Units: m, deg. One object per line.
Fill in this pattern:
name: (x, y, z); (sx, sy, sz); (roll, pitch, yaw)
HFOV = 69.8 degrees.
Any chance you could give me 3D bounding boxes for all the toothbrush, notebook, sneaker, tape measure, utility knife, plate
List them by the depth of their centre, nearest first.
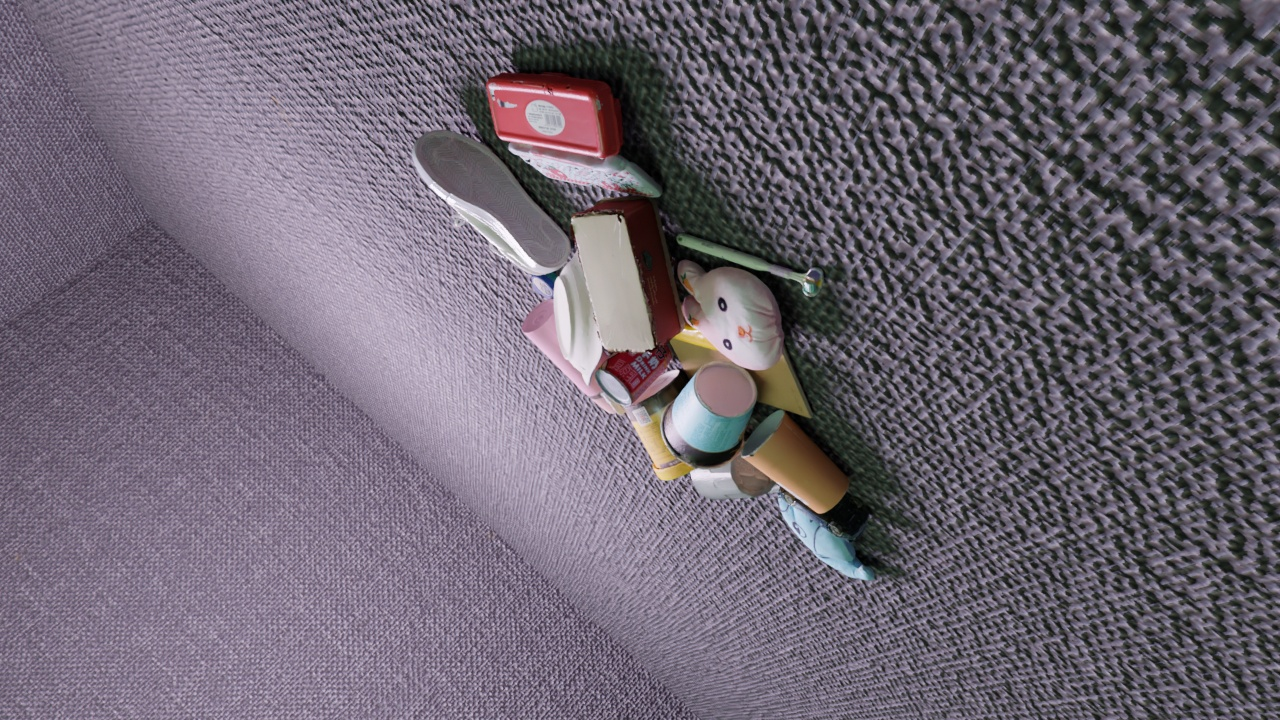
toothbrush: (0.108, -0.106, 0.953); (0.190, 0.029, 0.020); (25, -169, 40)
utility knife: (0.062, -0.035, 1.115); (0.154, 0.015, 0.033); (18, 140, 48)
notebook: (0.107, -0.008, 1.124); (0.212, 0.012, 0.149); (17, 145, 47)
sneaker: (-0.198, -0.203, 1.207); (0.242, 0.089, 0.091); (42, 162, -11)
plate: (-0.088, -0.057, 1.214); (0.165, 0.034, 0.163); (120, 141, -66)
tape measure: (-0.132, -0.110, 1.319); (0.054, 0.025, 0.058); (34, 159, 16)

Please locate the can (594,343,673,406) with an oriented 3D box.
can: (-0.007, 0.007, 1.227); (0.066, 0.093, 0.067); (36, 155, 19)

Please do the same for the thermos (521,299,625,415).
thermos: (-0.085, 0.004, 1.342); (0.198, 0.067, 0.087); (49, -170, -29)

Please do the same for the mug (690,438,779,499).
mug: (0.146, 0.156, 1.264); (0.124, 0.083, 0.104); (23, 162, -21)

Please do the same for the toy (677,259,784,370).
toy: (0.094, -0.053, 1.009); (0.159, 0.054, 0.121); (29, 139, 47)

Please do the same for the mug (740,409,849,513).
mug: (0.194, 0.129, 1.135); (0.123, 0.078, 0.078); (42, 157, -5)

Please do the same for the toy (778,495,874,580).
toy: (0.253, 0.243, 1.255); (0.161, 0.049, 0.156); (36, 162, 22)

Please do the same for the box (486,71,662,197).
box: (-0.078, -0.237, 0.991); (0.201, 0.065, 0.160); (21, 151, 44)

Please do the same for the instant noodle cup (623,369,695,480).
instant noodle cup: (0.045, 0.084, 1.253); (0.114, 0.118, 0.119); (57, 155, -10)

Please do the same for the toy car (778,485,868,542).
toy car: (0.235, 0.185, 1.182); (0.121, 0.054, 0.037); (33, 153, 24)

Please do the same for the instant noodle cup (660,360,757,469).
instant noodle cup: (0.091, 0.063, 1.135); (0.111, 0.111, 0.121); (39, 150, 11)

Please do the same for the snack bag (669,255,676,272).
snack bag: (0.025, -0.095, 1.085); (0.048, 0.026, 0.104); (36, 149, 29)

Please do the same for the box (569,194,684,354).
box: (-0.020, -0.092, 1.029); (0.091, 0.077, 0.168); (2, 116, 38)
